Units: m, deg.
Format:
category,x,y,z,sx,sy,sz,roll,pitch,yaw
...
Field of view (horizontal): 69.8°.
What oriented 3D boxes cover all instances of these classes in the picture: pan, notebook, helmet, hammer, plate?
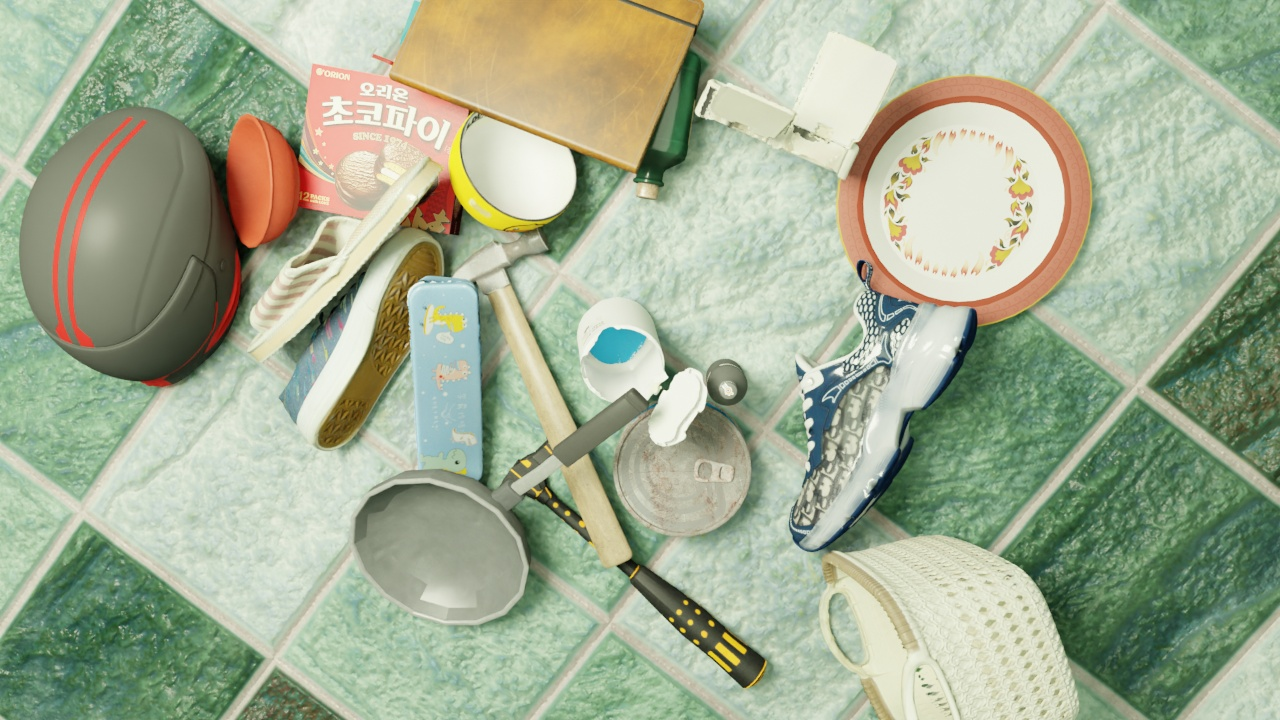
category,x,y,z,sx,sy,sz,roll,pitch,yaw
pan,-0.125,0.126,0.844,0.358,0.041,0.178,-38,106,27
notebook,-0.085,-0.288,0.802,0.249,0.014,0.178,22,85,4
helmet,-0.465,-0.096,0.832,0.164,0.169,0.265,13,96,2
hammer,-0.007,0.211,0.905,0.320,0.036,0.123,41,98,1
plate,0.297,-0.146,0.851,0.230,0.021,0.230,0,96,4
hammer,-0.086,0.042,0.882,0.119,0.030,0.331,-24,90,8

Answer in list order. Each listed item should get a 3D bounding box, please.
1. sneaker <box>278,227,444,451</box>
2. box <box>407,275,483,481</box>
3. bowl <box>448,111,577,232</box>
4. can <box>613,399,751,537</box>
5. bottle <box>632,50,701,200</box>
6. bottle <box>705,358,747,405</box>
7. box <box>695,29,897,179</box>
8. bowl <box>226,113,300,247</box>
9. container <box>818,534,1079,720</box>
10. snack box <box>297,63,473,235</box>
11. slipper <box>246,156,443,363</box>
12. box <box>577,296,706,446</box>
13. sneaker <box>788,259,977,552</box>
category,x,y,z,sx,sy,sz,roll,pitch,yaw
sneaker,-0.270,-0.029,0.882,0.079,0.087,0.236,35,101,22
box,-0.181,0.026,0.861,0.066,0.049,0.210,4,113,4
bowl,-0.124,-0.169,0.844,0.117,0.068,0.117,11,69,-31
can,0.040,0.101,0.883,0.130,0.044,0.130,0,96,4
bottle,0.016,-0.214,0.842,0.061,0.061,0.131,10,97,5
bottle,0.079,0.021,0.838,0.036,0.110,0.036,0,96,3
box,0.129,-0.219,0.776,0.145,0.185,0.095,22,89,-6
bowl,-0.351,-0.167,0.861,0.035,0.122,0.122,-6,99,-41
container,0.254,0.246,0.793,0.143,0.246,0.184,-20,91,-3
snack box,-0.241,-0.199,0.873,0.152,0.035,0.133,11,97,3
slipper,-0.278,-0.095,0.826,0.263,0.114,0.052,-39,109,23
box,-0.002,0.006,0.822,0.112,0.162,0.084,39,102,-15
sneaker,0.191,0.046,0.852,0.132,0.103,0.270,32,106,20
